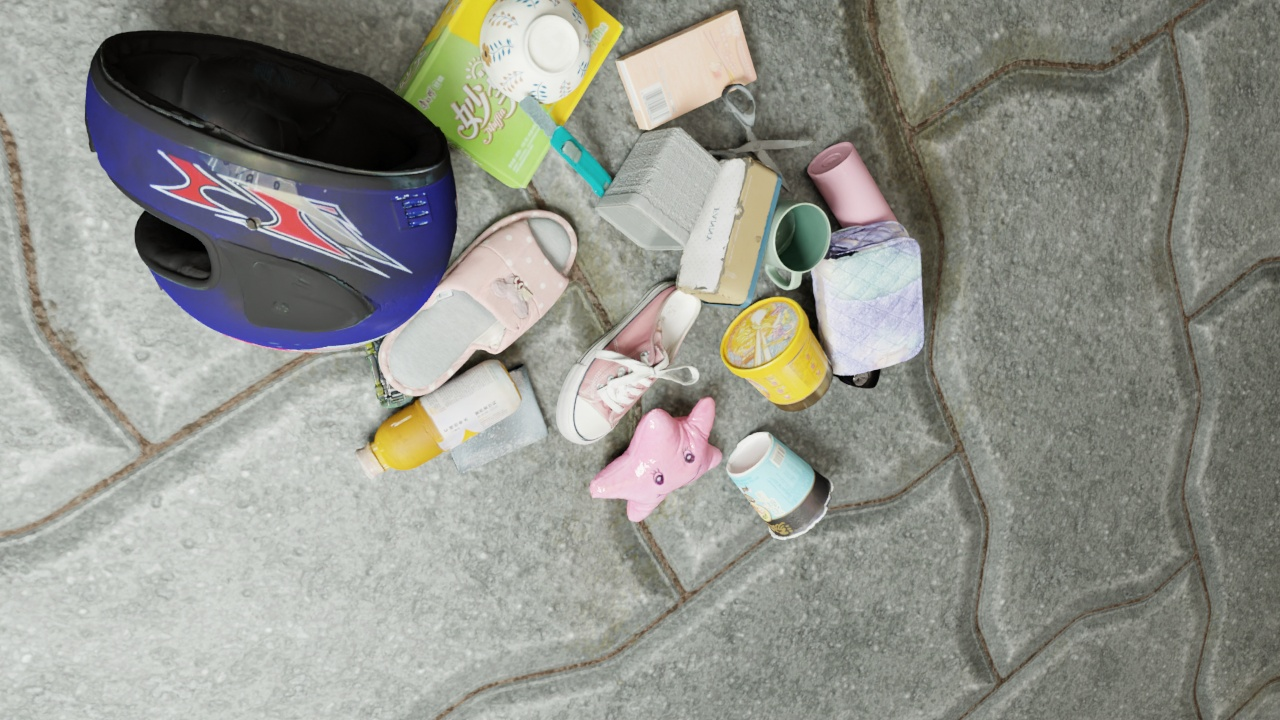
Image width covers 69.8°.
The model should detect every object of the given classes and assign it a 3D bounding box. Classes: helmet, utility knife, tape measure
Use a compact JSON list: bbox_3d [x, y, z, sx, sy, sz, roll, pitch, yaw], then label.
[{"bbox_3d":[-0.331,-0.132,0.835,0.315,0.247,0.241,13,125,-25],"label":"helmet"},{"bbox_3d":[-0.075,-0.225,0.991,0.029,0.013,0.216,-62,152,-4],"label":"utility knife"},{"bbox_3d":[0.303,0.014,1.273,0.057,0.057,0.039,1,106,-34],"label":"tape measure"}]

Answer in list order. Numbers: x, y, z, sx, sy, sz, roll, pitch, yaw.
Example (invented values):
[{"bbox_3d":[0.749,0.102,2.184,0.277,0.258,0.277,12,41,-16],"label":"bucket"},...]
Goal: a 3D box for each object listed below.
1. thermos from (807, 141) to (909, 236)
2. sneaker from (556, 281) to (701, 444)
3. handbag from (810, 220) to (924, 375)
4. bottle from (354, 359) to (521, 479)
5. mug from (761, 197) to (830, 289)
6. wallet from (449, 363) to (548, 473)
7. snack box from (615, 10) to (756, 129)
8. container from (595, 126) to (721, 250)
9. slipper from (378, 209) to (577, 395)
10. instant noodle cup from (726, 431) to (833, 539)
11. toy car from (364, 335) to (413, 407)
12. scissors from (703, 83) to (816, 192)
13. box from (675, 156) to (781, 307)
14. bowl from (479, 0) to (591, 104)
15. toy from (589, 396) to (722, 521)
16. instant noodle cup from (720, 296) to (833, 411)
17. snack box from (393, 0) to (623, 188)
[{"bbox_3d":[0.300,-0.196,1.208,0.198,0.067,0.087,48,58,-27],"label":"thermos"},{"bbox_3d":[-0.007,0.006,1.110,0.118,0.088,0.241,43,84,-29],"label":"sneaker"},{"bbox_3d":[0.293,-0.080,1.195,0.134,0.075,0.194,-16,124,-2],"label":"handbag"},{"bbox_3d":[-0.226,0.069,1.025,0.189,0.068,0.068,-30,115,-10],"label":"bottle"},{"bbox_3d":[0.172,-0.145,1.136,0.082,0.106,0.112,-16,111,-21],"label":"mug"},{"bbox_3d":[-0.178,0.069,1.090,0.120,0.019,0.097,-24,112,-15],"label":"wallet"},{"bbox_3d":[0.055,-0.339,1.070,0.157,0.026,0.084,-29,115,-15],"label":"snack box"},{"bbox_3d":[0.023,-0.199,1.055,0.090,0.090,0.114,34,77,-32],"label":"container"},{"bbox_3d":[-0.172,-0.066,1.015,0.273,0.054,0.114,-43,118,-18],"label":"slipper"},{"bbox_3d":[0.181,0.162,1.241,0.111,0.111,0.120,-48,110,-6],"label":"instant noodle cup"},{"bbox_3d":[-0.278,0.006,1.013,0.043,0.036,0.091,-13,108,-21],"label":"toy car"},{"bbox_3d":[0.137,-0.262,1.126,0.159,0.014,0.181,-32,129,1],"label":"scissors"},{"bbox_3d":[0.102,-0.145,1.088,0.060,0.090,0.184,15,89,-36],"label":"box"},{"bbox_3d":[-0.097,-0.311,0.908,0.113,0.062,0.113,-7,108,-22],"label":"bowl"},{"bbox_3d":[0.021,0.122,1.158,0.194,0.074,0.179,-32,138,-16],"label":"toy"},{"bbox_3d":[0.183,-0.002,1.183,0.118,0.118,0.114,-49,126,-5],"label":"instant noodle cup"},{"bbox_3d":[-0.139,-0.311,0.964,0.157,0.070,0.210,32,90,-29],"label":"snack box"}]
